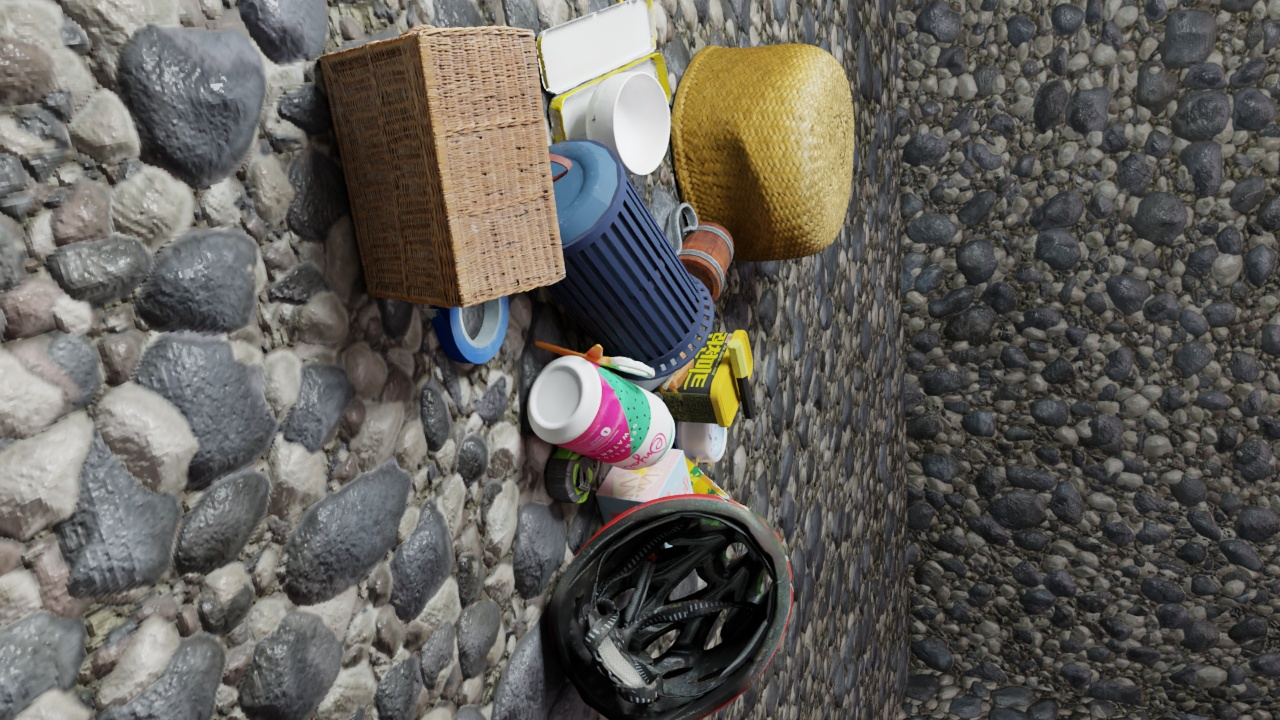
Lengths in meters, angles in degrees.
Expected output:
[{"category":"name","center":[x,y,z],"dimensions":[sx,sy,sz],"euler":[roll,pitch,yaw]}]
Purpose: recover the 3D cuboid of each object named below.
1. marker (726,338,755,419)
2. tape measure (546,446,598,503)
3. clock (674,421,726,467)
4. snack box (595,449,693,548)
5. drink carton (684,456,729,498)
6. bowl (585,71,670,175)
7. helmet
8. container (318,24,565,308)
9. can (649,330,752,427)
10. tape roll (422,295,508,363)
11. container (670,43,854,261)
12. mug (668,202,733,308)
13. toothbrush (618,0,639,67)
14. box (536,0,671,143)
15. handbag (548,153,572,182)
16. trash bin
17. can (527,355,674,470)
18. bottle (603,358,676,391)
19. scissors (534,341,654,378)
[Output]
[{"category":"marker","center":[0.130,0.025,1.165],"dimensions":[0.021,0.017,0.124],"euler":[-62,146,-43]},{"category":"tape measure","center":[-0.070,0.121,0.966],"dimensions":[0.065,0.036,0.058],"euler":[34,62,-62]},{"category":"clock","center":[0.084,0.086,1.280],"dimensions":[0.088,0.052,0.125],"euler":[14,76,-63]},{"category":"snack box","center":[0.008,0.166,1.086],"dimensions":[0.094,0.080,0.093],"euler":[-55,139,-46]},{"category":"drink carton","center":[0.069,0.177,1.233],"dimensions":[0.058,0.041,0.122],"euler":[-47,148,-2]},{"category":"bowl","center":[-0.018,-0.247,0.956],"dimensions":[0.104,0.054,0.105],"euler":[-24,119,-52]},{"category":"helmet","center":[0.035,0.256,0.965],"dimensions":[0.217,0.272,0.167],"euler":[52,8,8]},{"category":"container","center":[-0.143,-0.141,0.677],"dimensions":[0.113,0.113,0.199],"euler":[-27,117,-51]},{"category":"can","center":[0.078,0.021,1.197],"dimensions":[0.130,0.101,0.072],"euler":[-62,144,-43]},{"category":"tape roll","center":[-0.148,-0.045,0.808],"dimensions":[0.091,0.016,0.092],"euler":[67,35,-43]},{"category":"container","center":[0.189,-0.297,1.304],"dimensions":[0.306,0.197,0.307],"euler":[3,90,-67]},{"category":"mug","center":[0.070,-0.142,1.210],"dimensions":[0.117,0.082,0.110],"euler":[55,36,-23]},{"category":"toothbrush","center":[-0.016,-0.377,1.047],"dimensions":[0.030,0.031,0.197],"euler":[-48,133,-48]},{"category":"box","center":[-0.035,-0.311,0.985],"dimensions":[0.208,0.023,0.127],"euler":[-41,126,-44]},{"category":"handbag","center":[-0.110,-0.156,0.757],"dimensions":[0.029,0.120,0.055],"euler":[-63,145,-41]},{"category":"trash bin","center":[-0.033,-0.097,0.911],"dimensions":[0.249,0.139,0.139],"euler":[50,48,-53]},{"category":"can","center":[-0.037,0.058,0.944],"dimensions":[0.165,0.088,0.088],"euler":[29,66,-53]},{"category":"bottle","center":[-0.006,0.006,1.080],"dimensions":[0.160,0.046,0.072],"euler":[-32,121,-60]},{"category":"scissors","center":[-0.046,-0.001,0.929],"dimensions":[0.125,0.128,0.011],"euler":[127,-23,-77]}]
